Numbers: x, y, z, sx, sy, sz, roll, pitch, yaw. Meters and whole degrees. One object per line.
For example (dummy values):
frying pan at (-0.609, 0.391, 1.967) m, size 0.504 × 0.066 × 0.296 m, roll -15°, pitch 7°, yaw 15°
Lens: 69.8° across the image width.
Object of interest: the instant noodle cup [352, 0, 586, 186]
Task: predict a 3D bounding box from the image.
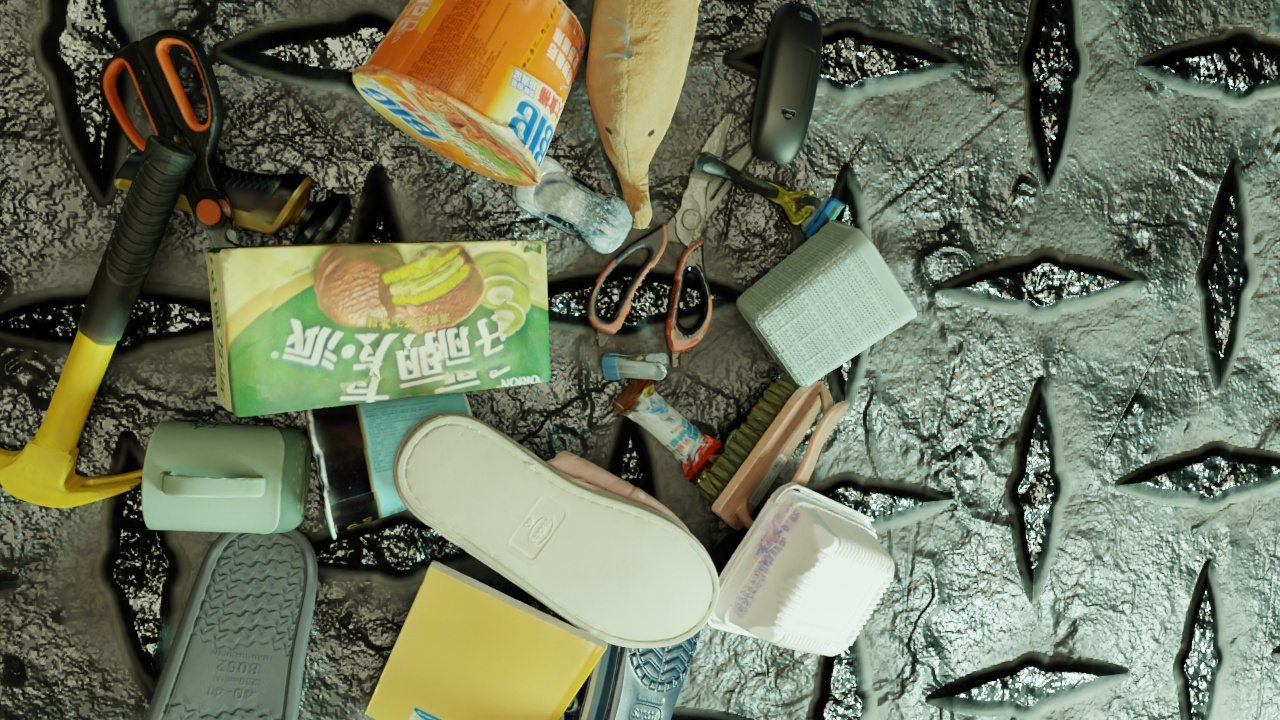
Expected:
instant noodle cup at (-0.116, -0.213, 0.670) m, size 0.151 × 0.151 × 0.111 m, roll 27°, pitch 83°, yaw -14°

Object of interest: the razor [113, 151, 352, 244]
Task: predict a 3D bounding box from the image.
razor at (-0.306, -0.120, 0.690) m, size 0.167 × 0.062 × 0.068 m, roll 13°, pitch 125°, yaw -8°

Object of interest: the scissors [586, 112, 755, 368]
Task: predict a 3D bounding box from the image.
scissors at (0.039, -0.097, 0.780) m, size 0.197 × 0.015 × 0.214 m, roll -18°, pitch 100°, yaw -9°

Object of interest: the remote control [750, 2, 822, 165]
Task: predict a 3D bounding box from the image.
remote control at (0.125, -0.234, 0.770) m, size 0.053 × 0.024 × 0.136 m, roll 10°, pitch 91°, yaw -17°

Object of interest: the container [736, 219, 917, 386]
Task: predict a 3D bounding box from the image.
container at (0.150, -0.045, 0.768) m, size 0.111 × 0.090 × 0.090 m, roll -37°, pitch 106°, yaw 4°

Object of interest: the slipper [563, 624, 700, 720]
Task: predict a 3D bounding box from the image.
slipper at (-0.019, 0.259, 0.778) m, size 0.105 × 0.095 × 0.252 m, roll 28°, pitch 69°, yaw -49°

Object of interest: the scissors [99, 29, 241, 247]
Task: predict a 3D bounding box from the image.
scissors at (-0.323, -0.115, 0.661) m, size 0.125 × 0.021 × 0.235 m, roll 0°, pitch 102°, yaw 9°

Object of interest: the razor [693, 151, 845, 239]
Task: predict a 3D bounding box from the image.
razor at (0.104, -0.144, 0.775) m, size 0.142 × 0.022 × 0.043 m, roll 19°, pitch 116°, yaw -24°

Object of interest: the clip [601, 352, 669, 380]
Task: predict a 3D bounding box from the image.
clip at (-0.004, 0.003, 0.777) m, size 0.057 × 0.028 × 0.024 m, roll -2°, pitch 121°, yaw 9°

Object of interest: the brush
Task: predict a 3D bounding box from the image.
brush at (0.115, 0.079, 0.784) m, size 0.145 × 0.073 × 0.063 m, roll -53°, pitch 147°, yaw -7°

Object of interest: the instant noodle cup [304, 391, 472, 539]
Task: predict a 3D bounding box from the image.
instant noodle cup at (-0.190, 0.070, 0.715) m, size 0.120 × 0.111 × 0.111 m, roll -12°, pitch 100°, yaw -19°

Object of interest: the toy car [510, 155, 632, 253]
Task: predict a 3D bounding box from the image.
toy car at (-0.056, -0.128, 0.748) m, size 0.105 × 0.031 × 0.049 m, roll 28°, pitch 90°, yaw -12°

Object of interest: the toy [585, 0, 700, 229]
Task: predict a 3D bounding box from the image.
toy at (-0.001, -0.216, 0.691) m, size 0.082 × 0.143 × 0.226 m, roll 11°, pitch 95°, yaw 13°

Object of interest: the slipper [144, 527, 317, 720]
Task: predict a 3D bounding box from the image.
slipper at (-0.323, 0.260, 0.727) m, size 0.110 × 0.083 × 0.267 m, roll 16°, pitch 76°, yaw -19°

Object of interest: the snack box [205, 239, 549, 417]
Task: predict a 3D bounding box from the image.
snack box at (-0.185, -0.031, 0.680) m, size 0.239 × 0.063 × 0.114 m, roll -6°, pitch 100°, yaw -32°

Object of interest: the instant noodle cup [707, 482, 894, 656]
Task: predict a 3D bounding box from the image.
instant noodle cup at (0.146, 0.189, 0.774) m, size 0.173 × 0.060 × 0.138 m, roll 28°, pitch 95°, yaw -44°

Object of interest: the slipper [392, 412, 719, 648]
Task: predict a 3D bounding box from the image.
slipper at (-0.061, 0.129, 0.699) m, size 0.274 × 0.054 × 0.114 m, roll 31°, pitch 84°, yaw -14°

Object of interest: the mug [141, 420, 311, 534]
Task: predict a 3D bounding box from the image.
mug at (-0.306, 0.088, 0.682) m, size 0.106 × 0.112 × 0.082 m, roll 5°, pitch 87°, yaw -14°

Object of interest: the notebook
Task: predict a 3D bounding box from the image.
notebook at (-0.129, 0.254, 0.726) m, size 0.146 × 0.010 × 0.207 m, roll 26°, pitch 123°, yaw -3°

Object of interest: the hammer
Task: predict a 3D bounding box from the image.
hammer at (-0.388, -0.020, 0.660) m, size 0.128 × 0.032 × 0.301 m, roll 26°, pitch 106°, yaw -15°

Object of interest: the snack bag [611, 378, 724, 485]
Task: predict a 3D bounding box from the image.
snack bag at (0.025, 0.058, 0.792) m, size 0.104 × 0.026 × 0.048 m, roll 47°, pitch 73°, yaw -14°
